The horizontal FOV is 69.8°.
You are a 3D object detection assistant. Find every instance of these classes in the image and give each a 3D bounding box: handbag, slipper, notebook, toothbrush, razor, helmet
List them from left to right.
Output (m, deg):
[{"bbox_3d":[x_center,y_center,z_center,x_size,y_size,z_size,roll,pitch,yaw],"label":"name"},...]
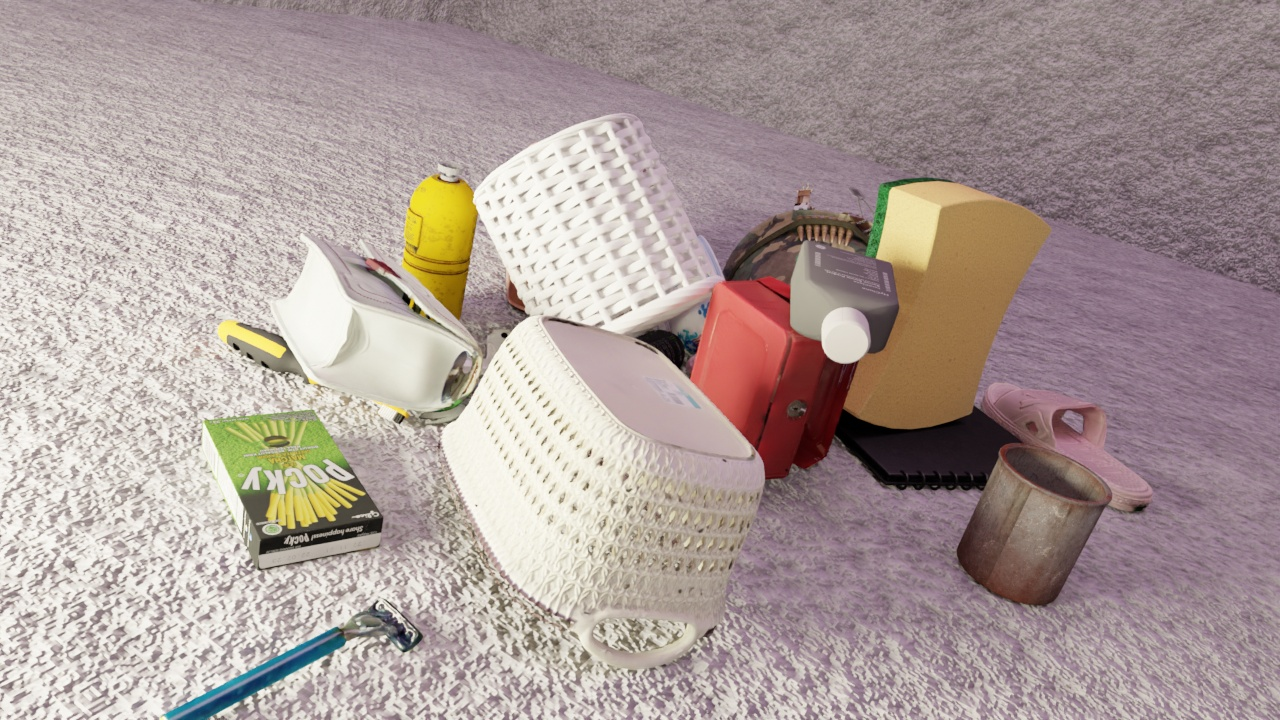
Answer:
[{"bbox_3d":[-0.190,0.166,0.506,0.042,0.022,0.143,29,28,33],"label":"razor"},{"bbox_3d":[-0.285,0.009,0.794,0.197,0.031,0.030,23,69,13],"label":"toothbrush"},{"bbox_3d":[-0.232,-0.038,0.816,0.141,0.096,0.198,19,11,-37],"label":"handbag"},{"bbox_3d":[0.207,-0.084,1.074,0.224,0.193,0.235,-14,36,3],"label":"helmet"},{"bbox_3d":[0.315,0.087,0.976,0.231,0.019,0.169,4,25,-23],"label":"notebook"},{"bbox_3d":[0.480,0.077,1.036,0.094,0.064,0.239,4,27,-23],"label":"slipper"}]

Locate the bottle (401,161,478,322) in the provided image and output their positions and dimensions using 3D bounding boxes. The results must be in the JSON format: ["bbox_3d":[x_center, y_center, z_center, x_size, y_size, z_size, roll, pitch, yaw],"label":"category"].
[{"bbox_3d":[-0.211,-0.125,0.960,0.071,0.164,0.071,12,24,-6],"label":"bottle"}]

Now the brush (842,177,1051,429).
[{"bbox_3d":[0.299,-0.056,0.951,0.194,0.250,0.075,1,25,-37],"label":"brush"}]

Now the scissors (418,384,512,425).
[{"bbox_3d":[-0.134,0.029,0.842,0.130,0.019,0.150,7,29,-5],"label":"scissors"}]

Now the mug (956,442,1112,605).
[{"bbox_3d":[0.330,0.131,0.778,0.096,0.110,0.122,28,26,16],"label":"mug"}]

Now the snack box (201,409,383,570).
[{"bbox_3d":[-0.248,0.085,0.646,0.080,0.025,0.147,-5,30,-37],"label":"snack box"}]

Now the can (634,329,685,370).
[{"bbox_3d":[-0.006,0.005,0.927,0.054,0.054,0.137,26,26,24],"label":"can"}]

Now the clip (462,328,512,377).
[{"bbox_3d":[-0.136,-0.004,0.904,0.101,0.040,0.054,7,37,-19],"label":"clip"}]

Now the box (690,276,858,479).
[{"bbox_3d":[0.111,0.016,0.849,0.117,0.158,0.136,-15,36,-41],"label":"box"}]

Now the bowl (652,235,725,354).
[{"bbox_3d":[0.054,-0.061,1.037,0.074,0.144,0.144,-18,29,-3],"label":"bowl"}]

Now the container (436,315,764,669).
[{"bbox_3d":[-0.026,0.075,0.649,0.184,0.143,0.251,16,20,-34],"label":"container"}]

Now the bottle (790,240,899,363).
[{"bbox_3d":[0.170,-0.047,0.769,0.084,0.046,0.173,16,25,4],"label":"bottle"}]

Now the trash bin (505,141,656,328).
[{"bbox_3d":[-0.067,-0.164,1.143,0.181,0.158,0.259,9,25,-12],"label":"trash bin"}]

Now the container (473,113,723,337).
[{"bbox_3d":[-0.042,-0.114,0.904,0.188,0.190,0.187,-25,89,-56],"label":"container"}]

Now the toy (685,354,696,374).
[{"bbox_3d":[0.106,0.008,0.974,0.099,0.052,0.096,10,-9,-13],"label":"toy"}]
